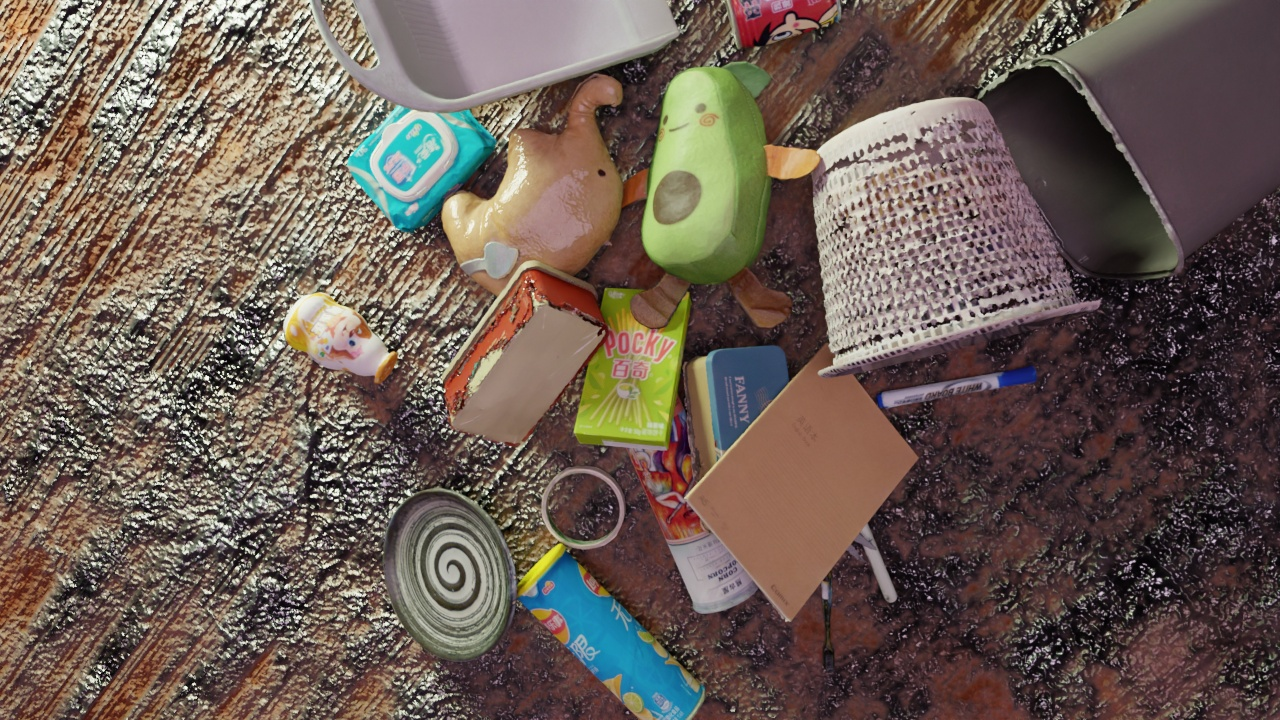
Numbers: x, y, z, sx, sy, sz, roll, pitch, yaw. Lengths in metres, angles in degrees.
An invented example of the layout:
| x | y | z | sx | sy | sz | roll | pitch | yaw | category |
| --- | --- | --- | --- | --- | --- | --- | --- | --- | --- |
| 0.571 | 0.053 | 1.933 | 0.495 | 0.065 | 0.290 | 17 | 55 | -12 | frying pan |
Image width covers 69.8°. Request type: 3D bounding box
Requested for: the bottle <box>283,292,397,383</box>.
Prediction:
| x | y | z | sx | sy | sz | roll | pitch | yaw | category |
| --- | --- | --- | --- | --- | --- | --- | --- | --- | --- |
| -0.296 | -0.020 | 0.912 | 0.108 | 0.063 | 0.063 | 31 | 101 | 1 | bottle |

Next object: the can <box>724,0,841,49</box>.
| x | y | z | sx | sy | sz | roll | pitch | yaw | category |
| --- | --- | --- | --- | --- | --- | --- | --- | --- | --- |
| 0.123 | -0.319 | 0.811 | 0.094 | 0.066 | 0.066 | -15 | 97 | 9 | can |

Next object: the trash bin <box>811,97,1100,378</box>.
| x | y | z | sx | sy | sz | roll | pitch | yaw | category |
| --- | --- | --- | --- | --- | --- | --- | --- | --- | --- |
| 0.239 | -0.102 | 0.771 | 0.228 | 0.227 | 0.192 | -14 | 85 | 9 | trash bin |

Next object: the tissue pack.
| x | y | z | sx | sy | sz | roll | pitch | yaw | category |
| --- | --- | --- | --- | --- | --- | --- | --- | --- | --- |
| -0.208 | -0.198 | 0.879 | 0.133 | 0.050 | 0.093 | -44 | 90 | 10 | tissue pack |

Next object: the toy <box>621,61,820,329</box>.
| x | y | z | sx | sy | sz | roll | pitch | yaw | category |
| --- | --- | --- | --- | --- | --- | --- | --- | --- | --- |
| 0.058 | -0.149 | 0.823 | 0.227 | 0.089 | 0.246 | -3 | 85 | 32 | toy |

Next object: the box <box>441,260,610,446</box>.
| x | y | z | sx | sy | sz | roll | pitch | yaw | category |
| --- | --- | --- | --- | --- | --- | --- | --- | --- | --- |
| -0.109 | 0.002 | 0.850 | 0.091 | 0.080 | 0.169 | 21 | 121 | -34 | box |

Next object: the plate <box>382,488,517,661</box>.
| x | y | z | sx | sy | sz | roll | pitch | yaw | category |
| --- | --- | --- | --- | --- | --- | --- | --- | --- | --- |
| -0.192 | 0.217 | 0.937 | 0.180 | 0.024 | 0.179 | 3 | 96 | 32 | plate |

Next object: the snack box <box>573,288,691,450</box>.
| x | y | z | sx | sy | sz | roll | pitch | yaw | category |
| --- | --- | --- | --- | --- | --- | --- | --- | --- | --- |
| -0.005 | 0.005 | 0.852 | 0.086 | 0.026 | 0.156 | 5 | 63 | 13 | snack box |

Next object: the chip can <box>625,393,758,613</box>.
| x | y | z | sx | sy | sz | roll | pitch | yaw | category |
| --- | --- | --- | --- | --- | --- | --- | --- | --- | --- |
| 0.043 | 0.133 | 0.892 | 0.071 | 0.071 | 0.215 | -22 | 95 | 10 | chip can |

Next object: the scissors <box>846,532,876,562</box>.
| x | y | z | sx | sy | sz | roll | pitch | yaw | category |
| --- | --- | --- | --- | --- | --- | --- | --- | --- | --- |
| 0.148 | 0.138 | 0.900 | 0.147 | 0.014 | 0.172 | -14 | 92 | 10 | scissors |

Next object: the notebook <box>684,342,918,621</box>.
| x | y | z | sx | sy | sz | roll | pitch | yaw | category |
| --- | --- | --- | --- | --- | --- | --- | --- | --- | --- |
| 0.152 | 0.107 | 0.836 | 0.211 | 0.012 | 0.149 | -44 | 102 | -23 | notebook |

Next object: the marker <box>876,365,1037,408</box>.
| x | y | z | sx | sy | sz | roll | pitch | yaw | category |
| --- | --- | --- | --- | --- | --- | --- | --- | --- | --- |
| 0.298 | 0.026 | 0.870 | 0.146 | 0.017 | 0.017 | -10 | 98 | 9 | marker |

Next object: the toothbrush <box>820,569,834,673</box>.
| x | y | z | sx | sy | sz | roll | pitch | yaw | category |
| --- | --- | --- | --- | --- | --- | --- | --- | --- | --- |
| 0.186 | 0.223 | 0.915 | 0.012 | 0.017 | 0.186 | -2 | 99 | 10 | toothbrush |

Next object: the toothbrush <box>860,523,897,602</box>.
| x | y | z | sx | sy | sz | roll | pitch | yaw | category |
| --- | --- | --- | --- | --- | --- | --- | --- | --- | --- |
| 0.211 | 0.154 | 0.901 | 0.020 | 0.029 | 0.189 | -29 | 98 | -31 | toothbrush |

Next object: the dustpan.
| x | y | z | sx | sy | sz | roll | pitch | yaw | category |
| --- | --- | --- | --- | --- | --- | --- | --- | --- | --- |
| -0.136 | -0.329 | 0.781 | 0.258 | 0.142 | 0.223 | -21 | 97 | 18 | dustpan |

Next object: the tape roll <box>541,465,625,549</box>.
| x | y | z | sx | sy | sz | roll | pitch | yaw | category |
| --- | --- | --- | --- | --- | --- | --- | --- | --- | --- |
| -0.058 | 0.150 | 0.935 | 0.086 | 0.014 | 0.086 | 1 | 99 | 7 | tape roll |

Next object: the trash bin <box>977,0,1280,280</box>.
| x | y | z | sx | sy | sz | roll | pitch | yaw | category |
| --- | --- | --- | --- | --- | --- | --- | --- | --- | --- |
| 0.431 | -0.205 | 0.736 | 0.220 | 0.199 | 0.198 | -34 | 94 | 4 | trash bin |

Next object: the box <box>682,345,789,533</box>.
| x | y | z | sx | sy | sz | roll | pitch | yaw | category |
| --- | --- | --- | --- | --- | --- | --- | --- | --- | --- |
| 0.094 | 0.068 | 0.851 | 0.089 | 0.061 | 0.184 | -7 | 89 | -28 | box |

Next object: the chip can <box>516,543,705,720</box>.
| x | y | z | sx | sy | sz | roll | pitch | yaw | category |
| --- | --- | --- | --- | --- | --- | --- | --- | --- | --- |
| -0.031 | 0.283 | 0.924 | 0.210 | 0.071 | 0.071 | 45 | 101 | -1 | chip can |

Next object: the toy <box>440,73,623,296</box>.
| x | y | z | sx | sy | sz | roll | pitch | yaw | category |
| --- | --- | --- | --- | --- | --- | --- | --- | --- | --- |
| -0.080 | -0.155 | 0.855 | 0.226 | 0.082 | 0.143 | -44 | 94 | 9 | toy |
